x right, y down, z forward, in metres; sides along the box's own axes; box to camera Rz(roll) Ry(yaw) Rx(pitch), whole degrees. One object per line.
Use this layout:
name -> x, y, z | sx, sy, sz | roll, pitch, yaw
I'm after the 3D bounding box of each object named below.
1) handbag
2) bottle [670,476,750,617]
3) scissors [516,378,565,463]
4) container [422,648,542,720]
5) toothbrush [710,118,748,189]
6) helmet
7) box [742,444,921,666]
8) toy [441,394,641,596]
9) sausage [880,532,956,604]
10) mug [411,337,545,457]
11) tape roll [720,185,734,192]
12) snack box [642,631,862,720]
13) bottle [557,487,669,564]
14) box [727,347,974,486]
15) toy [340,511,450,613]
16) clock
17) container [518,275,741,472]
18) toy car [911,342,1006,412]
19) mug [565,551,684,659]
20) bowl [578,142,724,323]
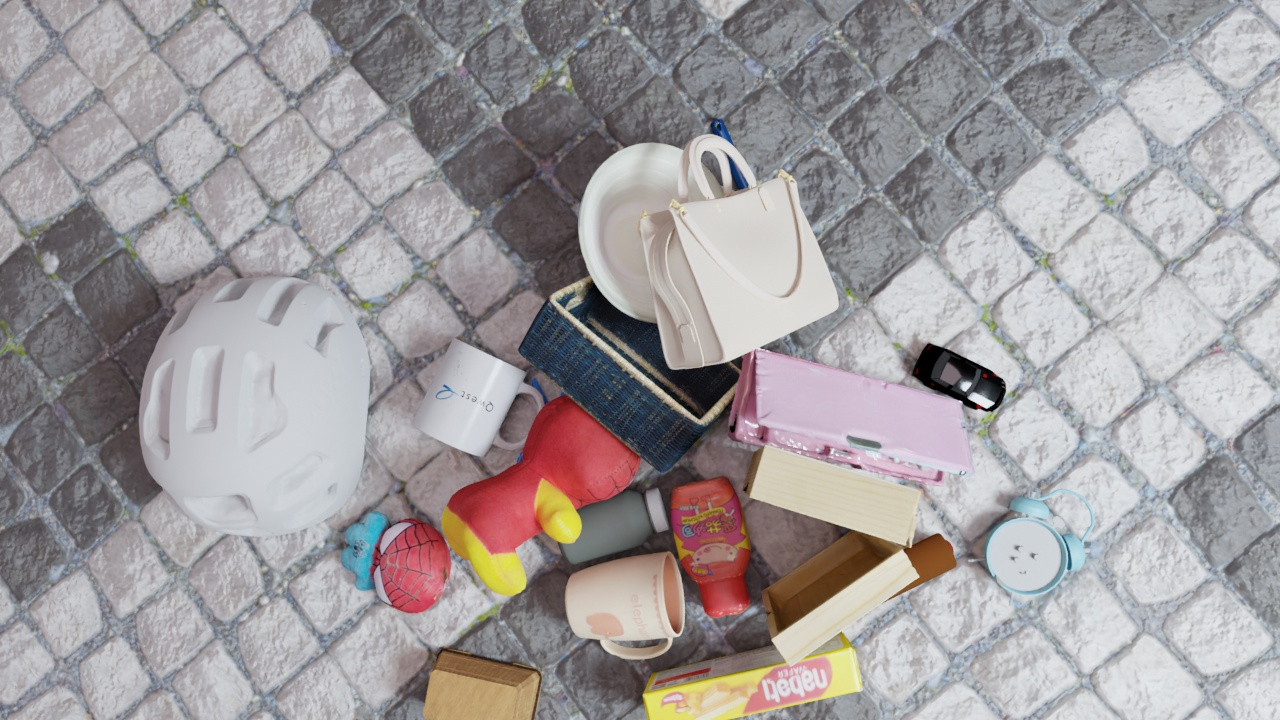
handbag -> 0.082, -0.112, 0.858 | 0.194, 0.101, 0.198 | -23, 99, -40
bottle -> 0.073, 0.187, 0.917 | 0.071, 0.048, 0.134 | -14, 84, 13
scissors -> -0.081, 0.077, 0.962 | 0.109, 0.018, 0.131 | 16, 87, 4
container -> -0.162, 0.336, 0.920 | 0.114, 0.061, 0.063 | 10, 85, 7
toothbrush -> 0.117, -0.169, 0.964 | 0.016, 0.017, 0.190 | -23, 83, 1
helmet -> -0.400, 0.036, 0.958 | 0.224, 0.184, 0.281 | 2, 64, 2
box -> 0.161, 0.156, 0.812 | 0.142, 0.248, 0.179 | -3, 84, 6
toy -> -0.090, 0.116, 0.884 | 0.216, 0.099, 0.148 | -43, 39, -17
sausage -> 0.237, 0.217, 0.904 | 0.155, 0.040, 0.040 | -27, 82, 3
mug -> -0.158, 0.046, 0.942 | 0.119, 0.083, 0.096 | 26, 87, -6
tape roll -> 0.073, -0.135, 0.957 | 0.094, 0.019, 0.094 | -1, 88, 15
snack box -> 0.106, 0.307, 0.881 | 0.201, 0.092, 0.042 | -14, 82, 4
bottle -> -0.029, 0.164, 0.925 | 0.108, 0.060, 0.060 | -17, 83, 4
box -> 0.205, 0.055, 0.864 | 0.232, 0.080, 0.099 | 15, 86, -15
toy -> -0.254, 0.205, 0.945 | 0.133, 0.062, 0.092 | 13, 78, 19
clock -> 0.387, 0.176, 0.891 | 0.123, 0.042, 0.087 | -42, 82, 2
container -> -0.005, 0.005, 0.891 | 0.187, 0.145, 0.071 | 40, 119, 8
toy car -> 0.320, 0.018, 0.915 | 0.092, 0.036, 0.042 | 27, 87, 8
mug -> -0.013, 0.249, 0.911 | 0.104, 0.085, 0.111 | -9, 113, 14
bowl -> 0.007, -0.122, 0.911 | 0.176, 0.058, 0.176 | 1, 88, -29
